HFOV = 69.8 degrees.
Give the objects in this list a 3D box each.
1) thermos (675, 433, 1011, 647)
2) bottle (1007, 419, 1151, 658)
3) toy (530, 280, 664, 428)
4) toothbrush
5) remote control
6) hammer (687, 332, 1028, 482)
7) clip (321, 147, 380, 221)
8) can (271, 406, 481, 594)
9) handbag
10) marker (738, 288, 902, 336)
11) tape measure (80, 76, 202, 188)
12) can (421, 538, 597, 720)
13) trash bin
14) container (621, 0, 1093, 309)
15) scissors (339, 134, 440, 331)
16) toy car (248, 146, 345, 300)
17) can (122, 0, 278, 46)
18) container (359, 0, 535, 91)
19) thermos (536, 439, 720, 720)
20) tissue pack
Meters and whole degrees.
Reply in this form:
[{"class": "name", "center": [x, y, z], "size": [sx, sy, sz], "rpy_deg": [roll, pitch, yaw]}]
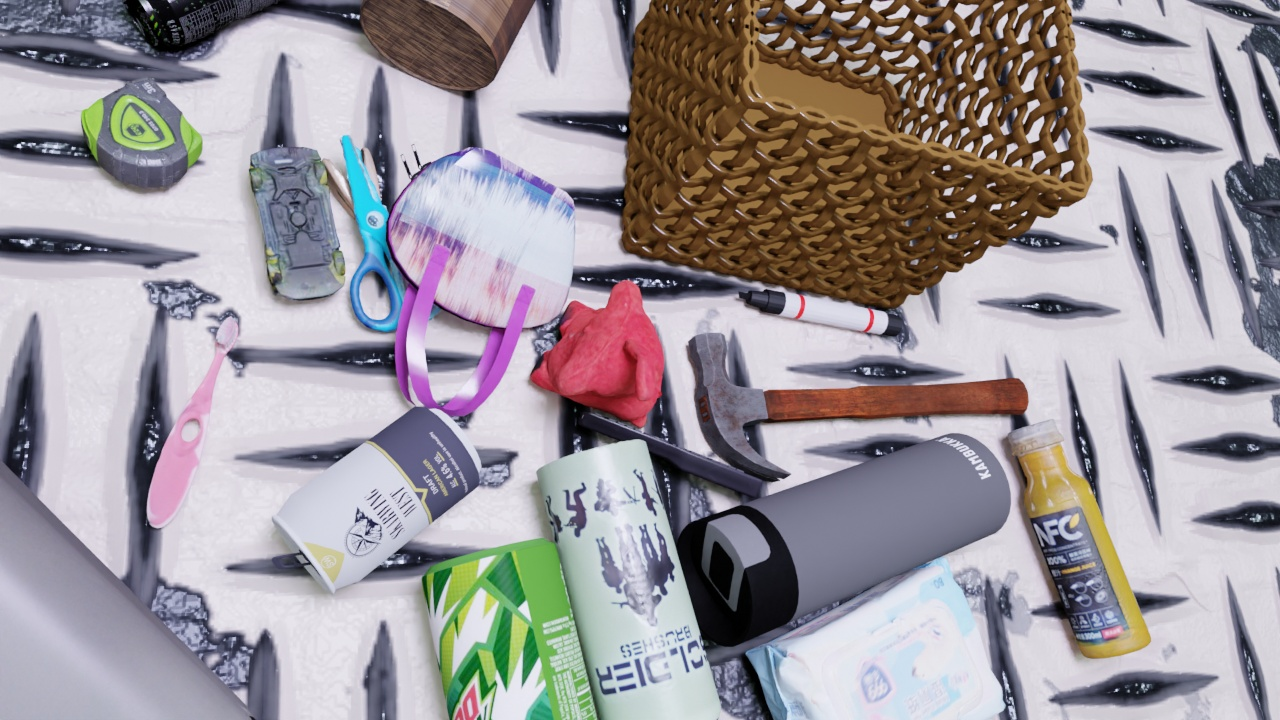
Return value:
[{"class": "thermos", "center": [0.145, 0.119, 0.642], "size": [0.240, 0.082, 0.082], "rpy_deg": [-13, 78, -28]}, {"class": "bottle", "center": [0.349, 0.141, 0.740], "size": [0.053, 0.053, 0.186], "rpy_deg": [-11, 77, -24]}, {"class": "toy", "center": [-0.004, 0.004, 0.611], "size": [0.094, 0.133, 0.088], "rpy_deg": [35, 82, -21]}, {"class": "toothbrush", "center": [-0.269, 0.035, 0.554], "size": [0.021, 0.016, 0.134], "rpy_deg": [17, 67, -16]}, {"class": "remote control", "center": [0.020, 0.066, 0.649], "size": [0.136, 0.032, 0.015], "rpy_deg": [22, 85, -12]}, {"class": "hammer", "center": [0.184, 0.033, 0.726], "size": [0.300, 0.028, 0.111], "rpy_deg": [-1, 72, -22]}, {"class": "clip", "center": [-0.191, -0.119, 0.633], "size": [0.039, 0.024, 0.060], "rpy_deg": [-40, 100, -24]}, {"class": "can", "center": [-0.161, 0.085, 0.552], "size": [0.127, 0.064, 0.064], "rpy_deg": [-38, 89, -27]}, {"class": "handbag", "center": [-0.115, -0.046, 0.615], "size": [0.144, 0.068, 0.169], "rpy_deg": [24, 73, -34]}, {"class": "marker", "center": [0.144, -0.040, 0.739], "size": [0.145, 0.019, 0.019], "rpy_deg": [9, 69, -18]}, {"class": "tape measure", "center": [-0.317, -0.140, 0.584], "size": [0.065, 0.036, 0.058], "rpy_deg": [49, 53, 4]}, {"class": "can", "center": [-0.075, 0.185, 0.542], "size": [0.083, 0.083, 0.144], "rpy_deg": [-9, 76, -24]}, {"class": "trash bin", "center": [-0.313, 0.152, 0.409], "size": [0.220, 0.198, 0.196], "rpy_deg": [45, 63, -10]}, {"class": "container", "center": [0.142, -0.194, 0.679], "size": [0.251, 0.215, 0.219], "rpy_deg": [10, 69, -18]}, {"class": "scissors", "center": [-0.177, -0.087, 0.617], "size": [0.066, 0.015, 0.135], "rpy_deg": [-19, 96, -31]}, {"class": "toy car", "center": [-0.226, -0.088, 0.603], "size": [0.048, 0.033, 0.105], "rpy_deg": [-10, 81, -26]}, {"class": "can", "center": [-0.279, -0.264, 0.628], "size": [0.137, 0.054, 0.054], "rpy_deg": [-40, 90, -27]}, {"class": "container", "center": [-0.125, -0.296, 0.664], "size": [0.132, 0.132, 0.167], "rpy_deg": [21, 72, -14]}, {"class": "thermos", "center": [-0.005, 0.172, 0.580], "size": [0.082, 0.082, 0.231], "rpy_deg": [-11, 77, -24]}, {"class": "tissue pack", "center": [0.170, 0.219, 0.635], "size": [0.181, 0.070, 0.112], "rpy_deg": [-18, 79, -26]}]
